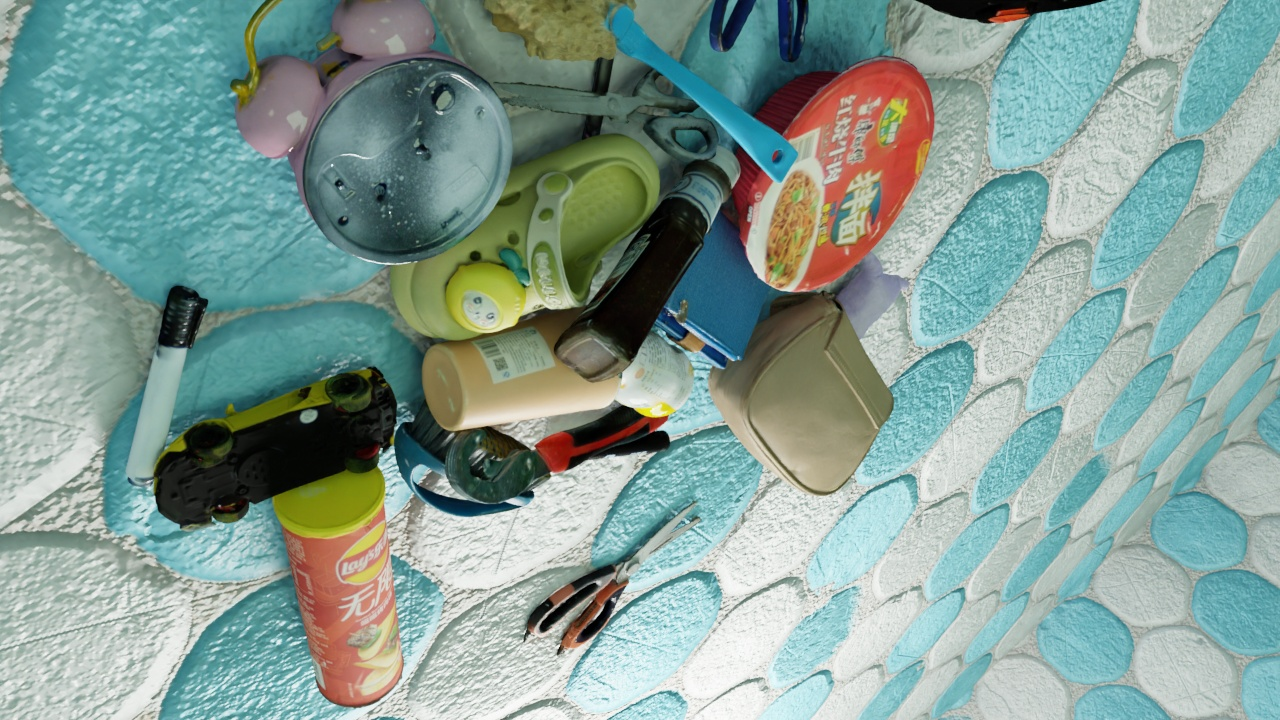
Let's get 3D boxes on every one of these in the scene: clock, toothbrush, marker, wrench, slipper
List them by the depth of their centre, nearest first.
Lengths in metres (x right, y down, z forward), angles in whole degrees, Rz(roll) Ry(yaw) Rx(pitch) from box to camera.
[{"bbox_3d":[-0.140,-0.126,0.481,0.117,0.060,0.158,-40,144,-6],"label":"clock"},{"bbox_3d":[-0.270,0.018,0.521,0.022,0.018,0.131,18,113,-15],"label":"marker"},{"bbox_3d":[-0.064,-0.073,0.573,0.190,0.081,0.092,-31,132,-8],"label":"slipper"},{"bbox_3d":[-0.030,-0.150,0.598,0.014,0.018,0.190,-7,127,-32],"label":"toothbrush"},{"bbox_3d":[-0.050,0.061,0.717,0.272,0.016,0.056,-11,104,-56],"label":"wrench"},{"bbox_3d":[-0.027,0.075,0.806,0.131,0.020,0.022,-2,96,-41],"label":"marker"}]

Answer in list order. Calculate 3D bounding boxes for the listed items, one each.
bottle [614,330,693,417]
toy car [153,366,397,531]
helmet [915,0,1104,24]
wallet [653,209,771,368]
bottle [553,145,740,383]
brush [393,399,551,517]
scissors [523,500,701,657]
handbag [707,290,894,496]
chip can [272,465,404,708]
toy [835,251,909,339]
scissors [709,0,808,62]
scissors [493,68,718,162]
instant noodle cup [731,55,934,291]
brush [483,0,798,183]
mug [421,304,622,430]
[{"bbox_3d":[-0.004,0.004,0.725,0.063,0.063,0.108,-51,143,6],"label":"bottle"},{"bbox_3d":[-0.225,0.051,0.575,0.155,0.041,0.071,-23,137,-30],"label":"toy car"},{"bbox_3d":[0.195,-0.304,0.493,0.274,0.231,0.233,-27,109,-30],"label":"helmet"},{"bbox_3d":[0.057,-0.058,0.736,0.133,0.040,0.106,30,81,-52],"label":"wallet"},{"bbox_3d":[0.013,-0.073,0.628,0.194,0.044,0.080,-58,-165,-28],"label":"bottle"},{"bbox_3d":[-0.130,0.081,0.683,0.073,0.055,0.143,-50,143,4],"label":"brush"},{"bbox_3d":[-0.025,0.229,0.953,0.195,0.015,0.216,-1,123,-43],"label":"scissors"},{"bbox_3d":[0.151,0.032,0.867,0.147,0.100,0.204,-45,133,-4],"label":"handbag"},{"bbox_3d":[-0.214,0.166,0.666,0.073,0.073,0.217,-20,136,-30],"label":"chip can"},{"bbox_3d":[0.209,-0.051,0.899,0.083,0.039,0.108,30,107,-40],"label":"toy"},{"bbox_3d":[0.084,-0.254,0.574,0.162,0.012,0.173,-53,150,-29],"label":"scissors"},{"bbox_3d":[-0.012,-0.148,0.563,0.136,0.014,0.174,49,46,-16],"label":"scissors"},{"bbox_3d":[0.139,-0.151,0.718,0.193,0.066,0.194,-26,139,-26],"label":"instant noodle cup"},{"bbox_3d":[0.014,-0.178,0.555,0.254,0.046,0.083,27,96,-37],"label":"brush"},{"bbox_3d":[-0.083,0.008,0.636,0.122,0.078,0.078,-13,132,-40],"label":"mug"}]
